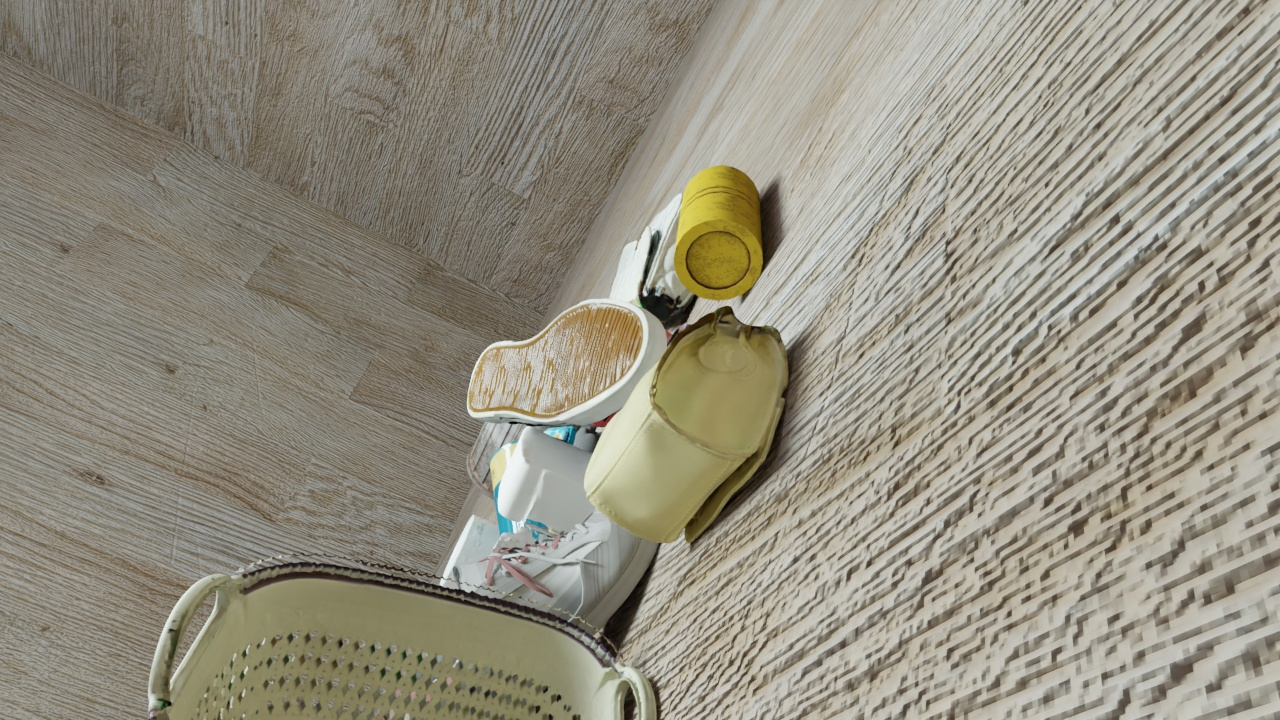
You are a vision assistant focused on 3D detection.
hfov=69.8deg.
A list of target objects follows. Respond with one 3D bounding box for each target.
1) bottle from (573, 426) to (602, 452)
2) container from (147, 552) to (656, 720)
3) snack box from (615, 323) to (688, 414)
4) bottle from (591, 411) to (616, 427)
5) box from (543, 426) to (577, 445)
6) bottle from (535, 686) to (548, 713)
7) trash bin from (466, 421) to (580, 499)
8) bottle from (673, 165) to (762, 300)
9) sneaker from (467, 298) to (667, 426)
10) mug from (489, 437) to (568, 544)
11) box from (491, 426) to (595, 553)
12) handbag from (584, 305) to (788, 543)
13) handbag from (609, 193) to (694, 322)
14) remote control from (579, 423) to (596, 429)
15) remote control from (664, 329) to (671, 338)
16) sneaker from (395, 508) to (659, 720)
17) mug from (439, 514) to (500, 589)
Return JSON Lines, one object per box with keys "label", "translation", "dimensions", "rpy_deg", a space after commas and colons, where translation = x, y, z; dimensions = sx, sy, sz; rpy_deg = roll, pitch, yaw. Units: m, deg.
{"label": "bottle", "translation": [-0.073, 0.126, 1.006], "dimensions": [0.110, 0.036, 0.036], "rpy_deg": [-62, 9, 11]}
{"label": "container", "translation": [-0.131, 0.215, 0.500], "dimensions": [0.184, 0.251, 0.143], "rpy_deg": [-96, 23, -68]}
{"label": "snack box", "translation": [0.013, 0.033, 0.787], "dimensions": [0.087, 0.033, 0.154], "rpy_deg": [-68, 10, -20]}
{"label": "bottle", "translation": [-0.060, 0.031, 1.075], "dimensions": [0.062, 0.062, 0.176], "rpy_deg": [-63, 19, 10]}
{"label": "box", "translation": [-0.125, 0.186, 1.064], "dimensions": [0.094, 0.039, 0.226], "rpy_deg": [-14, 53, 66]}
{"label": "bottle", "translation": [-0.102, 0.250, 0.730], "dimensions": [0.072, 0.071, 0.206], "rpy_deg": [-57, 12, 38]}
{"label": "trash bin", "translation": [-0.147, 0.085, 1.246], "dimensions": [0.130, 0.131, 0.212], "rpy_deg": [-76, 13, -51]}
{"label": "bottle", "translation": [0.066, -0.118, 0.779], "dimensions": [0.071, 0.071, 0.163], "rpy_deg": [-59, 11, 30]}
{"label": "sneaker", "translation": [-0.043, 0.016, 0.827], "dimensions": [0.295, 0.127, 0.120], "rpy_deg": [-15, 60, 57]}
{"label": "mug", "translation": [-0.087, 0.144, 0.866], "dimensions": [0.083, 0.113, 0.107], "rpy_deg": [-24, 53, 10]}
{"label": "box", "translation": [-0.066, 0.133, 0.740], "dimensions": [0.188, 0.111, 0.101], "rpy_deg": [-81, 16, -57]}
{"label": "handbag", "translation": [0.031, 0.036, 0.558], "dimensions": [0.120, 0.081, 0.110], "rpy_deg": [-56, 5, 48]}
{"label": "handbag", "translation": [0.019, -0.101, 0.992], "dimensions": [0.138, 0.072, 0.195], "rpy_deg": [-66, 9, -7]}
{"label": "remote control", "translation": [-0.060, 0.071, 1.148], "dimensions": [0.146, 0.015, 0.033], "rpy_deg": [-66, 9, -10]}
{"label": "remote control", "translation": [-0.006, 0.006, 0.947], "dimensions": [0.126, 0.038, 0.018], "rpy_deg": [-54, 13, 47]}
{"label": "sneaker", "translation": [-0.081, 0.161, 0.643], "dimensions": [0.235, 0.089, 0.099], "rpy_deg": [-49, 12, -16]}
{"label": "mug", "translation": [-0.132, 0.208, 0.898], "dimensions": [0.083, 0.106, 0.082], "rpy_deg": [-61, 9, 17]}
